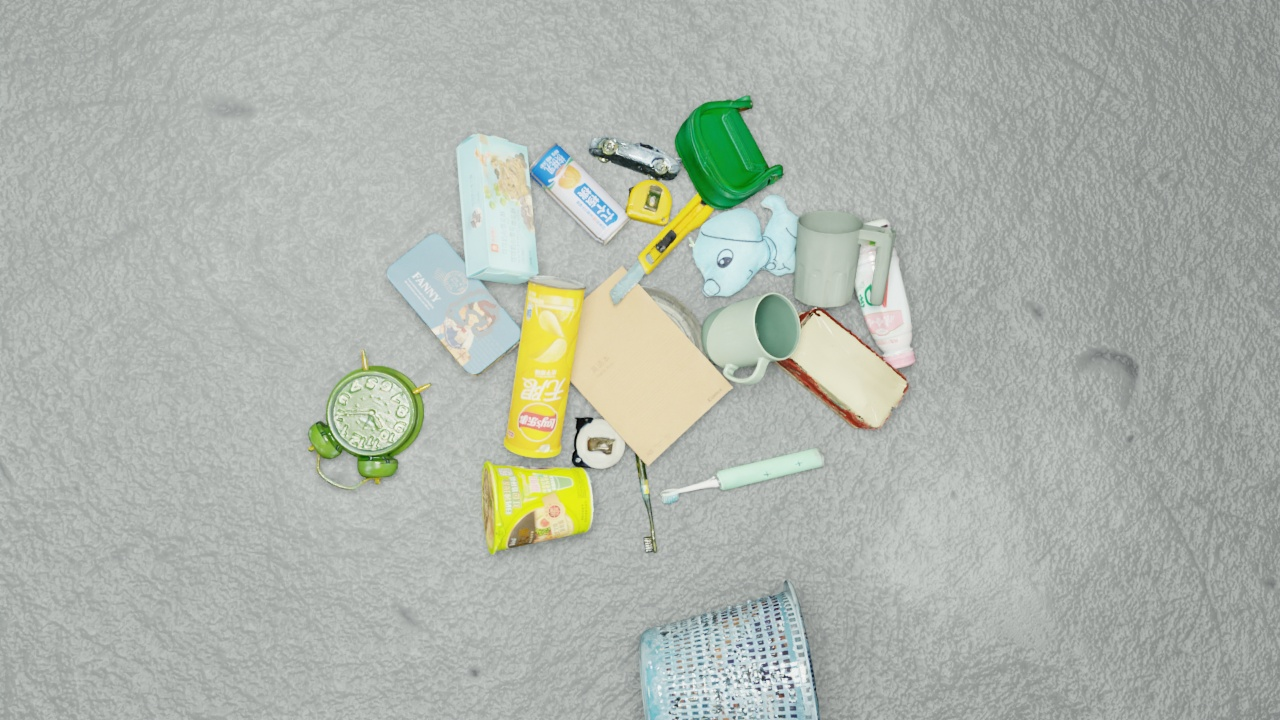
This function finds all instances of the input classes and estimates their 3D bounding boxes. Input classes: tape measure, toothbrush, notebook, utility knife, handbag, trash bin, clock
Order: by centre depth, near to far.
[{"bbox_3d":[0.103,0.390,1.106,0.195,0.226,0.226,-7,89,3],"label":"trash bin"},{"bbox_3d":[-0.330,0.078,1.108,0.116,0.056,0.161,27,84,-7],"label":"clock"},{"bbox_3d":[-0.007,0.007,1.161,0.149,0.012,0.211,-42,91,-10],"label":"notebook"},{"bbox_3d":[-0.053,0.105,1.166,0.066,0.033,0.065,4,88,-9],"label":"tape measure"},{"bbox_3d":[0.031,-0.147,1.179,0.033,0.015,0.214,42,71,-2],"label":"utility knife"},{"bbox_3d":[0.001,0.157,1.184,0.017,0.012,0.186,-9,90,1],"label":"toothbrush"},{"bbox_3d":[0.116,-0.272,1.186,0.120,0.068,0.131,-29,90,-22],"label":"handbag"},{"bbox_3d":[0.012,-0.205,1.190,0.060,0.029,0.057,12,85,-9],"label":"tape measure"},{"bbox_3d":[0.134,0.151,1.199,0.224,0.026,0.027,-12,112,-10],"label":"toothbrush"}]

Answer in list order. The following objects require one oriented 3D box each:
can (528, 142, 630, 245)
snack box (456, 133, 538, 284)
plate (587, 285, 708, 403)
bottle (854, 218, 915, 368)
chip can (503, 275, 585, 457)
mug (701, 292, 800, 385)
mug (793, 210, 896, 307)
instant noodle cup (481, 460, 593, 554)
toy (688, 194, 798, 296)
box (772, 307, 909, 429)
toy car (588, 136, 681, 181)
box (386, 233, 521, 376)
[{"bbox_3d":[-0.077,-0.209,1.163,0.134,0.053,0.053,44,82,-5],"label":"can"},{"bbox_3d":[-0.174,-0.183,1.118,0.074,0.052,0.174,5,74,-46],"label":"snack box"},{"bbox_3d":[-0.002,-0.006,1.182,0.179,0.024,0.179,1,84,-8],"label":"plate"},{"bbox_3d":[0.322,-0.087,1.221,0.068,0.068,0.197,-17,94,-10],"label":"bottle"},{"bbox_3d":[-0.117,0.007,1.111,0.072,0.072,0.213,7,103,-9],"label":"chip can"},{"bbox_3d":[0.133,-0.021,1.153,0.082,0.107,0.111,22,69,-33],"label":"mug"},{"bbox_3d":[0.257,-0.126,1.172,0.124,0.083,0.103,15,123,23],"label":"mug"},{"bbox_3d":[-0.125,0.174,1.118,0.123,0.112,0.111,-2,88,-17],"label":"instant noodle cup"},{"bbox_3d":[0.137,-0.150,1.200,0.156,0.050,0.161,19,83,-13],"label":"toy"},{"bbox_3d":[0.261,0.013,1.200,0.168,0.077,0.091,39,81,-6],"label":"box"},{"bbox_3d":[-0.007,-0.261,1.177,0.120,0.054,0.037,15,88,-8],"label":"toy car"},{"bbox_3d":[-0.231,-0.071,1.128,0.089,0.061,0.184,-43,97,-9],"label":"box"}]
